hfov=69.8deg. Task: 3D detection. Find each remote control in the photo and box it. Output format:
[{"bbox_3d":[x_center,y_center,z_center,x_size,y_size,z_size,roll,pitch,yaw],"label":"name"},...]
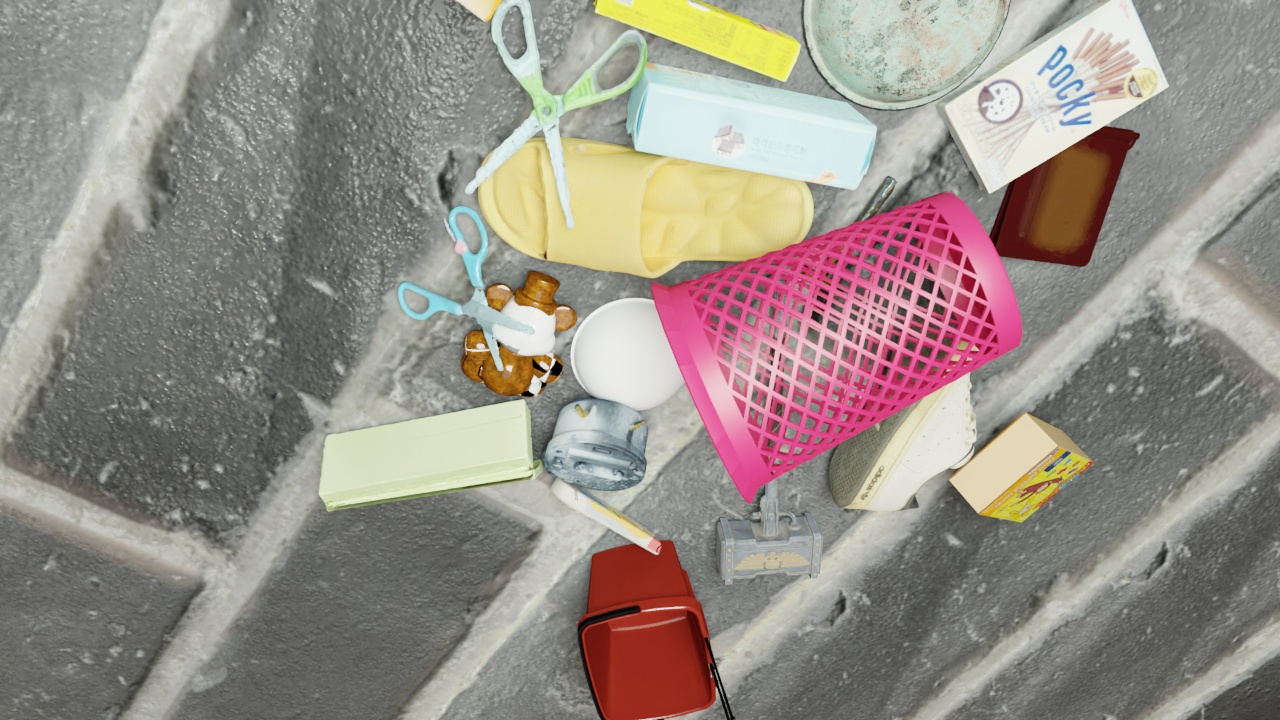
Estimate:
[{"bbox_3d":[-0.032,0.148,0.870,0.125,0.038,0.018,34,89,-21],"label":"remote control"}]

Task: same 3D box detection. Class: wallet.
[{"bbox_3d":[0.348,-0.138,0.757,0.091,0.018,0.116,6,116,-8],"label":"wallet"}]

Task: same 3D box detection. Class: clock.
[{"bbox_3d":[-0.040,0.082,0.814,0.090,0.052,0.130,14,145,-7],"label":"clock"}]

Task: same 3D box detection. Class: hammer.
[{"bbox_3d":[0.122,0.064,0.839,0.098,0.044,0.322,-3,117,-3],"label":"hammer"}]

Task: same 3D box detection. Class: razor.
[{"bbox_3d":[0.176,-0.106,0.758,0.042,0.026,0.106,29,109,-17],"label":"razor"}]

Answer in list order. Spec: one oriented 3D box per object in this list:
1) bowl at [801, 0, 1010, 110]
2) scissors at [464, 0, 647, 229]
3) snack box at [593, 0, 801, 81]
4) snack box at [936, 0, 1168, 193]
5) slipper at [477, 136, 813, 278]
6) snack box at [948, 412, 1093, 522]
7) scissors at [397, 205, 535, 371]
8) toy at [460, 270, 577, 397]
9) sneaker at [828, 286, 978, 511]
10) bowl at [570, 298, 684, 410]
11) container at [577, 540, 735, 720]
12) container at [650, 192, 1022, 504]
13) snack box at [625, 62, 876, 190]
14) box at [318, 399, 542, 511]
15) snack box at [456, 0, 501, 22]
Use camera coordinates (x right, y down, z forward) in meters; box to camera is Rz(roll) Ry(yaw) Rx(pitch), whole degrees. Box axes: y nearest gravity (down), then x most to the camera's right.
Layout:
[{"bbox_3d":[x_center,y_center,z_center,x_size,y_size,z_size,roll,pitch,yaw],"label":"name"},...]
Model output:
[{"bbox_3d":[0.199,-0.256,0.664,0.157,0.038,0.158,-2,119,-4],"label":"bowl"},{"bbox_3d":[-0.070,-0.184,0.663,0.171,0.023,0.168,-38,94,12],"label":"scissors"},{"bbox_3d":[0.040,-0.241,0.659,0.148,0.040,0.029,15,117,-13],"label":"snack box"},{"bbox_3d":[0.314,-0.203,0.704,0.150,0.026,0.082,-32,105,13],"label":"snack box"},{"bbox_3d":[0.006,-0.112,0.708,0.263,0.078,0.100,1,121,-5],"label":"slipper"},{"bbox_3d":[0.350,0.101,0.840,0.088,0.040,0.125,-48,144,20],"label":"snack box"},{"bbox_3d":[-0.148,-0.050,0.738,0.126,0.015,0.136,-19,84,24],"label":"scissors"},{"bbox_3d":[-0.099,-0.020,0.763,0.087,0.067,0.113,18,107,-14],"label":"toy"},{"bbox_3d":[0.262,0.044,0.808,0.102,0.088,0.242,18,117,-13],"label":"sneaker"},{"bbox_3d":[-0.004,0.005,0.792,0.110,0.040,0.110,-2,119,-4],"label":"bowl"},{"bbox_3d":[0.012,0.279,0.855,0.127,0.200,0.148,-10,119,0],"label":"container"},{"bbox_3d":[0.148,-0.022,0.691,0.226,0.183,0.183,-24,118,7],"label":"container"},{"bbox_3d":[0.079,-0.174,0.680,0.174,0.075,0.053,7,117,-9],"label":"snack box"},{"bbox_3d":[-0.184,0.093,0.810,0.188,0.077,0.089,-8,120,1],"label":"box"},{"bbox_3d":[-0.102,-0.339,0.570,0.145,0.080,0.196,32,112,-21],"label":"snack box"}]
